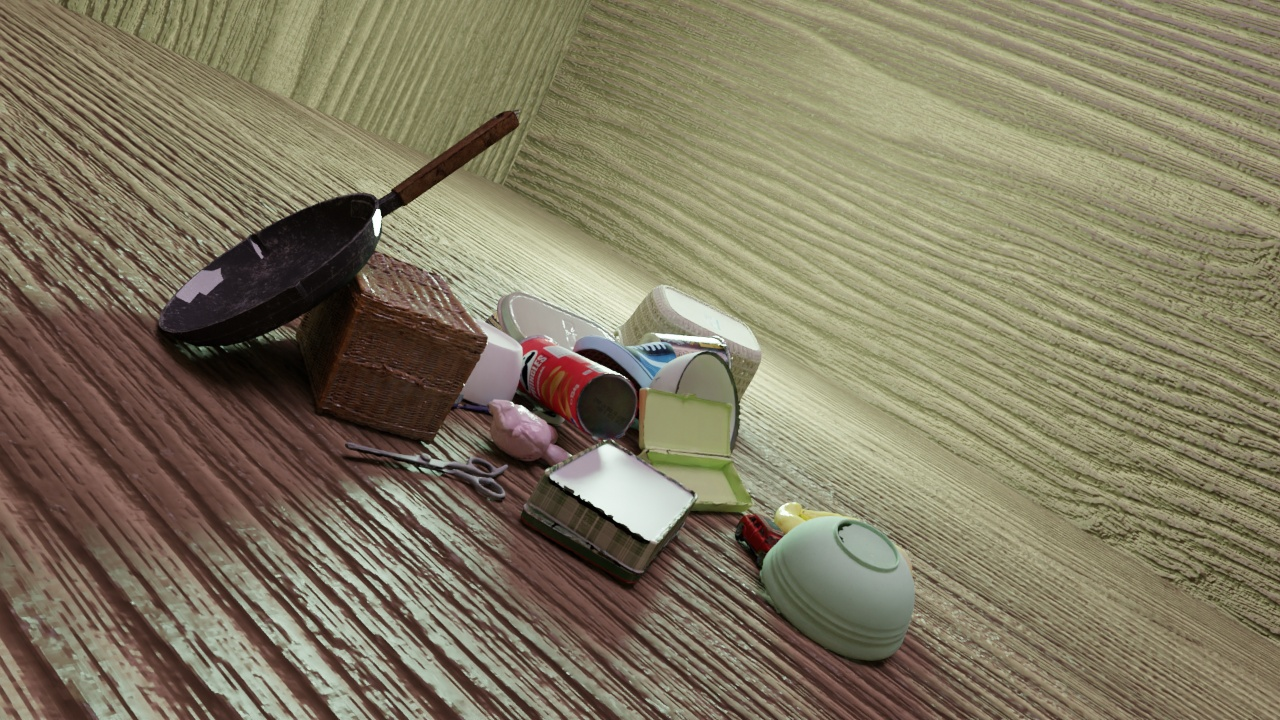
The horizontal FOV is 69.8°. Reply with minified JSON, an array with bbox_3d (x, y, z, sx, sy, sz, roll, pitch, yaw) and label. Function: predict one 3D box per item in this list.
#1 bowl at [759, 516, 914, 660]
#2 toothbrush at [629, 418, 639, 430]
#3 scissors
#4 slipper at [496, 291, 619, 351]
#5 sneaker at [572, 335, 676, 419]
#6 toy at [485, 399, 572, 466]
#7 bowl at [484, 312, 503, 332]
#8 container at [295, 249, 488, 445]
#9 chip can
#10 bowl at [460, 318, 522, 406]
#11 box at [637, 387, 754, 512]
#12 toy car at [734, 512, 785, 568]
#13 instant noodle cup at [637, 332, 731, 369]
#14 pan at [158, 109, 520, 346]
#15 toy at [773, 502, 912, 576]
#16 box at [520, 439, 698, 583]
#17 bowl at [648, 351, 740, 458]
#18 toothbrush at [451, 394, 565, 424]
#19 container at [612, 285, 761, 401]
[{"bbox_3d":[0.198,0.201,0.870,0.151,0.077,0.150,19,26,-10],"label":"bowl"},{"bbox_3d":[0.033,0.102,1.198,0.180,0.016,0.016,26,19,-12],"label":"toothbrush"},{"bbox_3d":[-0.172,0.082,0.763,0.170,0.014,0.095,27,11,-24],"label":"scissors"},{"bbox_3d":[-0.094,-0.010,1.198,0.274,0.055,0.114,31,38,-46],"label":"slipper"},{"bbox_3d":[-0.007,0.007,1.175,0.084,0.098,0.241,-7,-29,31],"label":"sneaker"},{"bbox_3d":[-0.108,0.074,0.883,0.110,0.047,0.063,33,6,-48],"label":"toy"},{"bbox_3d":[-0.158,-0.038,1.256,0.112,0.061,0.112,27,10,-6],"label":"bowl"},{"bbox_3d":[-0.233,-0.023,0.833,0.113,0.113,0.198,22,12,-31],"label":"container"},{"bbox_3d":[-0.077,0.026,0.993,0.073,0.073,0.233,23,0,-27],"label":"chip can"},{"bbox_3d":[-0.181,-0.003,1.006,0.116,0.066,0.116,27,10,-5],"label":"bowl"},{"bbox_3d":[0.059,0.105,1.033,0.044,0.141,0.187,-18,-16,32],"label":"box"},{"bbox_3d":[0.134,0.194,0.961,0.042,0.036,0.091,24,16,-25],"label":"toy car"},{"bbox_3d":[0.052,0.020,1.362,0.112,0.137,0.137,13,16,-24],"label":"instant noodle cup"},{"bbox_3d":[-0.245,-0.118,0.797,0.208,0.356,0.040,31,-28,55],"label":"pan"},{"bbox_3d":[0.226,0.213,1.009,0.170,0.065,0.154,18,20,-17],"label":"toy"},{"bbox_3d":[-0.020,0.131,0.827,0.117,0.050,0.205,32,11,8],"label":"box"},{"bbox_3d":[0.054,0.064,1.120,0.073,0.153,0.153,1,-7,35],"label":"bowl"},{"bbox_3d":[-0.144,0.051,0.977,0.016,0.017,0.188,35,13,37],"label":"toothbrush"},{"bbox_3d":[0.083,-0.016,1.554,0.246,0.143,0.184,24,24,-21],"label":"container"}]
